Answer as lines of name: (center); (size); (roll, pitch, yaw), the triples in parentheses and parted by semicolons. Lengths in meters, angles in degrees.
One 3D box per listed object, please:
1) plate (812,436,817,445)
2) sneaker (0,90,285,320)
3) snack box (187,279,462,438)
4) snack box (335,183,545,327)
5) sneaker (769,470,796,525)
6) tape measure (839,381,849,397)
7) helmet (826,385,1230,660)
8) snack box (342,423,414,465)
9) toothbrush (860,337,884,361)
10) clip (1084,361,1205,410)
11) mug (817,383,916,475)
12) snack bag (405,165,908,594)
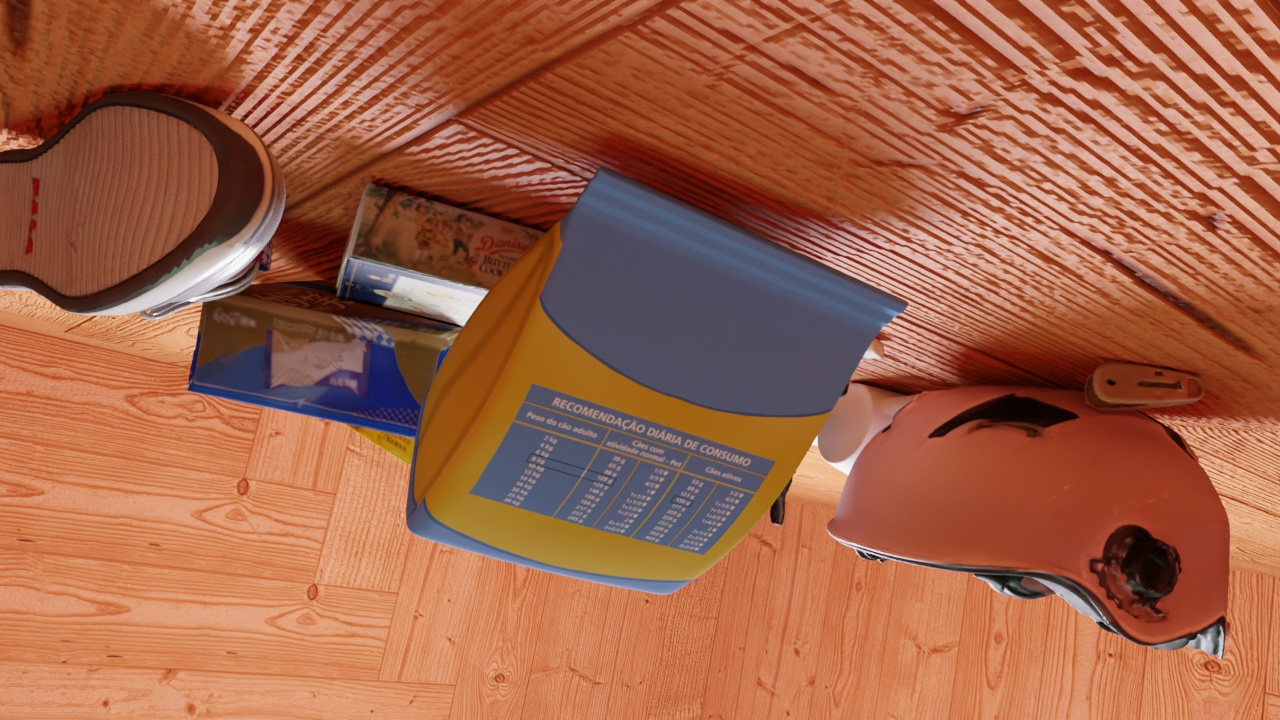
plate: (0.117, 0.068, 1.052); (0.186, 0.016, 0.187); (19, 168, -39)
sneaker: (-0.234, -0.067, 0.471); (0.264, 0.096, 0.128); (2, 178, 41)
snack box: (-0.196, -0.008, 0.655); (0.155, 0.069, 0.202); (11, -174, 0)
snack box: (-0.097, -0.047, 0.531); (0.145, 0.042, 0.145); (15, 171, -19)
sneaker: (0.042, 0.089, 0.788); (0.238, 0.143, 0.101); (3, 173, 44)
tape measure: (0.100, 0.007, 0.634); (0.065, 0.037, 0.064); (17, 168, -27)
helmet: (0.253, 0.092, 0.599); (0.255, 0.152, 0.230); (13, 177, -15)
snack box: (-0.234, 0.023, 0.833); (0.230, 0.062, 0.110); (25, -171, 28)
toothbrush: (0.097, -0.026, 0.514); (0.018, 0.015, 0.181); (-4, 164, 35)
clip: (0.283, 0.017, 0.522); (0.060, 0.024, 0.039); (7, 170, 4)
mug: (0.206, 0.055, 0.724); (0.087, 0.080, 0.114); (21, 137, -21)
snack bag: (-0.001, 0.013, 0.430); (0.159, 0.102, 0.206); (19, 133, -24)
